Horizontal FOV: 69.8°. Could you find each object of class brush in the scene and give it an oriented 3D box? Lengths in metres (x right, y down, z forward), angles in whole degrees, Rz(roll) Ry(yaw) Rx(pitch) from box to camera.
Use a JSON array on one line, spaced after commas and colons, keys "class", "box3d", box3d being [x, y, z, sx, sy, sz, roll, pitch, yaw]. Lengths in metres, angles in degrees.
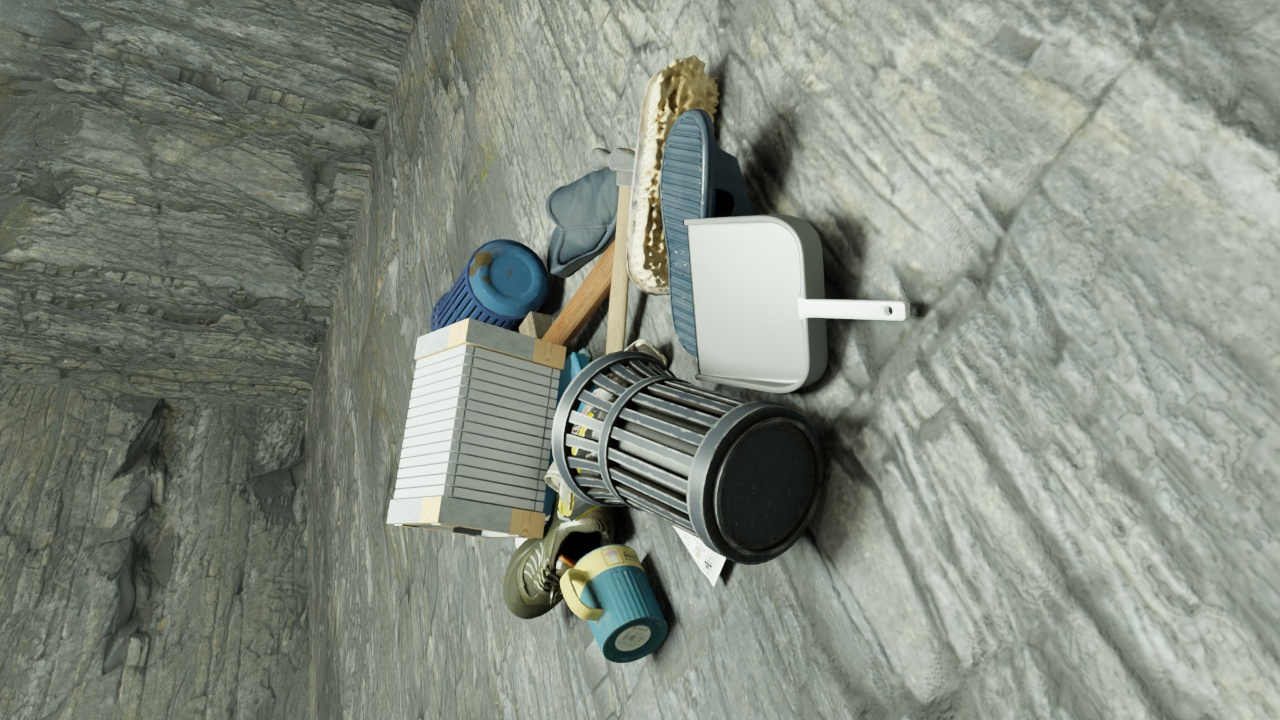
[{"class": "brush", "box3d": [0.037, -0.210, 1.053, 0.057, 0.083, 0.271, -4, 78, 63]}]

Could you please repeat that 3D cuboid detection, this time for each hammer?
[{"class": "hammer", "box3d": [-0.028, -0.096, 1.150, 0.119, 0.030, 0.331, 20, 110, 44]}, {"class": "hammer", "box3d": [-0.076, -0.073, 1.255, 0.302, 0.037, 0.157, -49, 43, 39]}]

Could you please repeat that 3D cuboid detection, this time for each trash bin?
[{"class": "trash bin", "box3d": [-0.242, -0.093, 1.473, 0.250, 0.139, 0.139, 147, 126, -61]}, {"class": "trash bin", "box3d": [-0.207, 0.094, 1.169, 0.143, 0.142, 0.246, -13, 66, 51]}, {"class": "trash bin", "box3d": [0.045, 0.089, 0.859, 0.228, 0.164, 0.164, 15, 96, 54]}]

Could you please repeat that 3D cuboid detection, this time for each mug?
[{"class": "mug", "box3d": [-0.036, 0.270, 1.027, 0.083, 0.113, 0.107, -53, 38, 21]}]

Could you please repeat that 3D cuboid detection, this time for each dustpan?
[{"class": "dustpan", "box3d": [0.132, -0.050, 0.829, 0.258, 0.033, 0.163, 5, 105, 46]}]

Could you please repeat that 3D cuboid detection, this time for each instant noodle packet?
[{"class": "instant noodle packet", "box3d": [0.062, 0.159, 0.962, 0.134, 0.026, 0.087, 51, 127, 55]}]

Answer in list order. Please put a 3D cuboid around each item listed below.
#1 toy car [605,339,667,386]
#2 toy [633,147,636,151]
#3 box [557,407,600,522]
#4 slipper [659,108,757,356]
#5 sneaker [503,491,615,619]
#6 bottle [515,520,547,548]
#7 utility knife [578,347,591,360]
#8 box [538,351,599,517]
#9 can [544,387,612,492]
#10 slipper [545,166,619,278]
[{"class": "toy car", "box3d": [-0.007, 0.007, 1.122, 0.113, 0.048, 0.040, -35, 13, 51]}, {"class": "toy", "box3d": [0.015, -0.206, 1.139, 0.076, 0.037, 0.125, -43, 59, 44]}, {"class": "box", "box3d": [-0.038, 0.103, 1.037, 0.209, 0.034, 0.129, -12, -62, -73]}, {"class": "slipper", "box3d": [0.077, -0.134, 0.972, 0.101, 0.082, 0.264, 36, 134, 56]}, {"class": "sneaker", "box3d": [-0.088, 0.266, 1.145, 0.238, 0.101, 0.142, -61, 27, 24]}, {"class": "bottle", "box3d": [-0.128, 0.248, 1.278, 0.146, 0.051, 0.051, -22, 63, 59]}, {"class": "utility knife", "box3d": [-0.094, 0.039, 1.309, 0.022, 0.015, 0.117, 36, 116, 42]}, {"class": "box", "box3d": [-0.122, 0.114, 1.245, 0.232, 0.033, 0.174, -36, 69, 38]}, {"class": "can", "box3d": [-0.062, 0.099, 1.119, 0.054, 0.054, 0.135, -24, 32, 59]}, {"class": "slipper", "box3d": [-0.097, -0.202, 1.310, 0.266, 0.083, 0.108, -32, 52, 54]}]
